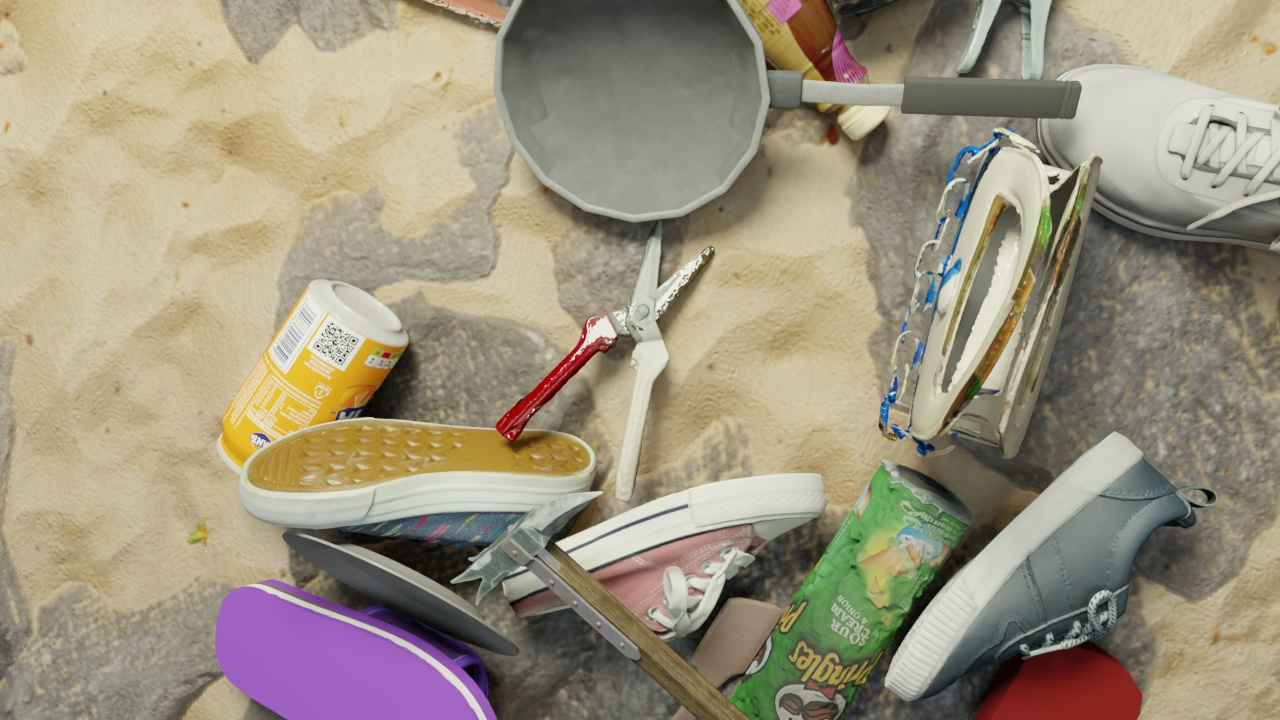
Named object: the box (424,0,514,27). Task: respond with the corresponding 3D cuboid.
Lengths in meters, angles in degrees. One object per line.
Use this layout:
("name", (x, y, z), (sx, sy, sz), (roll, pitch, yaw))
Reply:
("box", (-0.112, -0.265, 0.620), (0.187, 0.083, 0.043), (21, 69, 6))

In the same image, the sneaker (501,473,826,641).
("sneaker", (0.019, 0.145, 0.630), (0.241, 0.118, 0.087), (-23, 73, 14))

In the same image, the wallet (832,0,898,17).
("wallet", (0.144, -0.292, 0.578), (0.100, 0.054, 0.131), (-19, 82, 3))

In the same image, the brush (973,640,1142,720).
("brush", (0.272, 0.270, 0.642), (0.082, 0.041, 0.173), (26, 99, 3))

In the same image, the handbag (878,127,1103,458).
("handbag", (0.202, -0.034, 0.534), (0.093, 0.199, 0.201), (16, 97, 17))

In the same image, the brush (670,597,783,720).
("brush", (0.052, 0.226, 0.673), (0.049, 0.015, 0.136), (19, 109, -28))

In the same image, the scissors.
("scissors", (-0.017, 0.004, 0.632), (0.193, 0.015, 0.179), (-20, 79, -1))

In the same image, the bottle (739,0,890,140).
("bottle", (0.099, -0.216, 0.598), (0.060, 0.059, 0.166), (-41, 99, 10))

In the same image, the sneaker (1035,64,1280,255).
("sneaker", (0.371, -0.115, 0.540), (0.263, 0.128, 0.097), (20, 96, 8))

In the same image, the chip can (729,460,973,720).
("chip can", (0.141, 0.177, 0.631), (0.075, 0.075, 0.223), (30, 100, 3))

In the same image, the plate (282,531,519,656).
("plate", (-0.162, 0.158, 0.631), (0.178, 0.179, 0.012), (24, 64, 3))

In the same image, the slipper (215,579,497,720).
("slipper", (-0.191, 0.234, 0.681), (0.267, 0.084, 0.107), (17, 99, 26))

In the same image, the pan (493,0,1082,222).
("pan", (0.083, -0.171, 0.577), (0.357, 0.041, 0.179), (5, 127, 11))

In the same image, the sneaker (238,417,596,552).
("sneaker", (-0.149, 0.094, 0.634), (0.235, 0.087, 0.079), (1, 119, -20))

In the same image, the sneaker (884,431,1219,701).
("sneaker", (0.262, 0.150, 0.597), (0.235, 0.089, 0.087), (-46, 69, 4))

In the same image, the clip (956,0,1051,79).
("clip", (0.273, -0.262, 0.585), (0.141, 0.029, 0.171), (1, 97, 8))

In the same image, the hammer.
("hammer", (0.036, 0.208, 0.579), (0.317, 0.028, 0.147), (43, 130, -5))

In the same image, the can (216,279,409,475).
("can", (-0.234, 0.017, 0.655), (0.079, 0.079, 0.142), (37, 100, 1))
